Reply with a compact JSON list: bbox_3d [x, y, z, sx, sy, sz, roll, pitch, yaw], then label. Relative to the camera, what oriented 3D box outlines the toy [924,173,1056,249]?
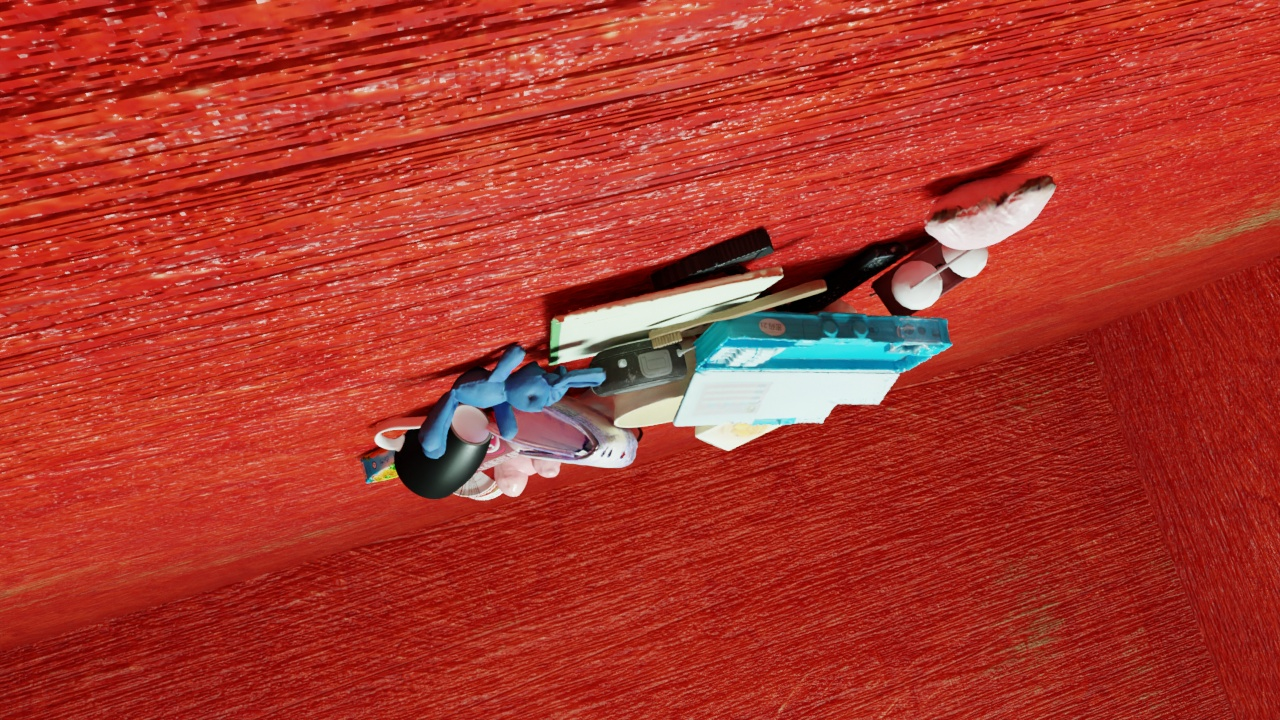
[{"bbox_3d":[0.271,-0.115,0.732,0.099,0.052,0.096,-19,173,6],"label":"toy"}]

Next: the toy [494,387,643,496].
[{"bbox_3d":[-0.083,0.090,1.148,0.214,0.084,0.141,-19,-160,24],"label":"toy"}]

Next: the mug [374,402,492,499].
[{"bbox_3d":[-0.221,0.086,0.982,0.118,0.084,0.100,24,135,-28],"label":"mug"}]

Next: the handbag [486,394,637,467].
[{"bbox_3d":[-0.080,0.081,0.998,0.126,0.069,0.158,25,180,17],"label":"handbag"}]

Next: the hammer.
[{"bbox_3d":[0.098,-0.065,0.838,0.095,0.015,0.324,-19,171,15],"label":"hammer"}]

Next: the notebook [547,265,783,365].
[{"bbox_3d":[0.008,-0.033,0.809,0.182,0.010,0.253,-12,174,-8],"label":"notebook"}]

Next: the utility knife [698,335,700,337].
[{"bbox_3d":[0.073,-0.016,1.074,0.030,0.017,0.163,-25,168,-6],"label":"utility knife"}]

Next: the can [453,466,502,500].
[{"bbox_3d":[-0.221,0.142,1.238,0.086,0.086,0.116,-17,170,-3],"label":"can"}]

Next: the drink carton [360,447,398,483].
[{"bbox_3d":[-0.286,0.116,1.115,0.129,0.038,0.044,-23,169,34],"label":"drink carton"}]

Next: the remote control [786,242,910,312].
[{"bbox_3d":[0.200,-0.081,0.905,0.047,0.022,0.151,-11,167,-28],"label":"remote control"}]

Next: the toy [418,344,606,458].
[{"bbox_3d":[-0.122,0.033,0.840,0.176,0.071,0.113,-20,169,-8],"label":"toy"}]

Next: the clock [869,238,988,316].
[{"bbox_3d":[0.274,-0.081,0.874,0.096,0.048,0.137,-33,175,-4],"label":"clock"}]

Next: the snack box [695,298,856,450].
[{"bbox_3d":[0.151,0.017,1.044,0.057,0.104,0.208,27,139,-30],"label":"snack box"}]

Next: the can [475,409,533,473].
[{"bbox_3d":[-0.177,0.093,1.104,0.114,0.063,0.063,-24,169,34],"label":"can"}]

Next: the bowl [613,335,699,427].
[{"bbox_3d":[0.037,0.017,0.994,0.150,0.075,0.151,-12,167,-3],"label":"bowl"}]

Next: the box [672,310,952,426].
[{"bbox_3d":[0.158,0.007,0.894,0.226,0.056,0.186,1,151,-17],"label":"box"}]

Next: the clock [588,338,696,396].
[{"bbox_3d":[-0.005,0.005,0.871,0.091,0.043,0.123,-10,175,-23],"label":"clock"}]

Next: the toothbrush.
[{"bbox_3d":[0.079,-0.039,0.777,0.167,0.016,0.016,-17,172,29],"label":"toothbrush"}]
